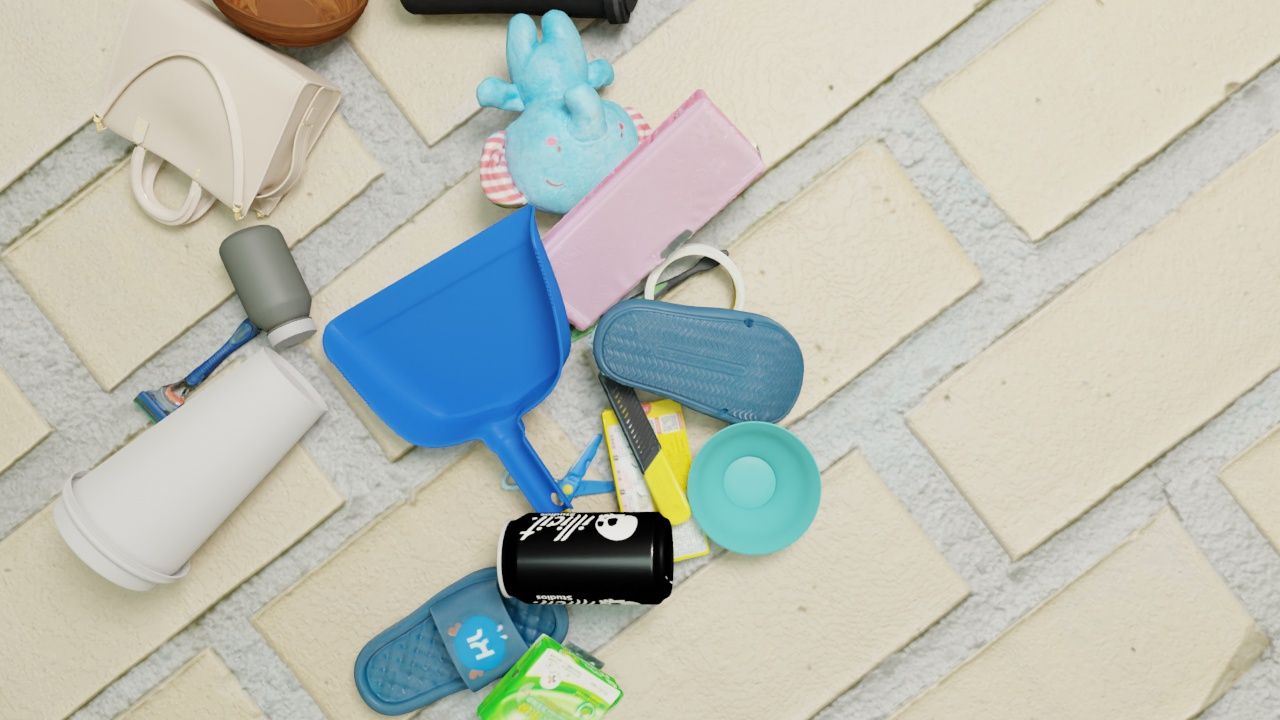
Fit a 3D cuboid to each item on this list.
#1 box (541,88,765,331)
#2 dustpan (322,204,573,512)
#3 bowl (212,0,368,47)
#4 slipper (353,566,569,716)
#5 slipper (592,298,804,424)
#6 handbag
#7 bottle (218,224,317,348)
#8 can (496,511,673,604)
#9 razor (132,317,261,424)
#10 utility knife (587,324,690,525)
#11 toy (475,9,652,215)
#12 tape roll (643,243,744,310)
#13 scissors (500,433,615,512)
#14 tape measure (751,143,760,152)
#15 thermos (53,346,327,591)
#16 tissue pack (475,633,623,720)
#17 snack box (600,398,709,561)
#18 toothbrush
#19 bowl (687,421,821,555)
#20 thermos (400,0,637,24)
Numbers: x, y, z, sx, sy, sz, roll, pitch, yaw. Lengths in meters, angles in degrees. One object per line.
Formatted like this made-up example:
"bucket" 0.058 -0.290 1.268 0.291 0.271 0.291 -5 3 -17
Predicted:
"box" -0.003 -0.129 0.817 0.233 0.041 0.098 -42 118 20
"dustpan" -0.134 0.030 0.837 0.246 0.059 0.257 -26 107 20
"bowl" -0.327 -0.338 0.849 0.147 0.069 0.147 9 60 -16
"slipper" -0.172 0.263 0.857 0.214 0.059 0.104 -24 86 2
"slipper" 0.057 -0.005 0.837 0.213 0.059 0.104 16 101 -21
"handbag" -0.407 -0.214 0.855 0.194 0.101 0.198 33 102 1
"bottle" -0.347 -0.069 0.861 0.060 0.060 0.108 -25 89 1
"can" -0.047 0.175 0.813 0.146 0.080 0.080 -2 89 9
"razor" -0.419 0.008 0.884 0.141 0.018 0.044 -41 92 -3
"utility knife" -0.004 0.059 0.841 0.028 0.020 0.198 -24 92 -7
"toy" -0.065 -0.220 0.819 0.183 0.115 0.181 -17 107 -24
"tape roll" 0.050 -0.062 0.860 0.094 0.019 0.094 0 105 -2
"scissors" -0.077 0.120 0.879 0.125 0.016 0.125 32 87 -2
"tape measure" 0.081 -0.182 0.849 0.064 0.065 0.017 -9 89 3
"thermos" -0.400 0.092 0.837 0.221 0.131 0.131 -43 89 -7
"tissue pack" -0.082 0.312 0.848 0.114 0.034 0.099 41 90 -26
"snack box" 0.013 0.115 0.865 0.075 0.025 0.152 -11 90 -5
"toothbrush" 0.001 -0.058 0.879 0.188 0.017 0.014 -28 85 4
"bowl" 0.104 0.116 0.856 0.121 0.046 0.121 0 90 1
"thermos" -0.110 -0.361 0.841 0.219 0.106 0.106 0 90 6
